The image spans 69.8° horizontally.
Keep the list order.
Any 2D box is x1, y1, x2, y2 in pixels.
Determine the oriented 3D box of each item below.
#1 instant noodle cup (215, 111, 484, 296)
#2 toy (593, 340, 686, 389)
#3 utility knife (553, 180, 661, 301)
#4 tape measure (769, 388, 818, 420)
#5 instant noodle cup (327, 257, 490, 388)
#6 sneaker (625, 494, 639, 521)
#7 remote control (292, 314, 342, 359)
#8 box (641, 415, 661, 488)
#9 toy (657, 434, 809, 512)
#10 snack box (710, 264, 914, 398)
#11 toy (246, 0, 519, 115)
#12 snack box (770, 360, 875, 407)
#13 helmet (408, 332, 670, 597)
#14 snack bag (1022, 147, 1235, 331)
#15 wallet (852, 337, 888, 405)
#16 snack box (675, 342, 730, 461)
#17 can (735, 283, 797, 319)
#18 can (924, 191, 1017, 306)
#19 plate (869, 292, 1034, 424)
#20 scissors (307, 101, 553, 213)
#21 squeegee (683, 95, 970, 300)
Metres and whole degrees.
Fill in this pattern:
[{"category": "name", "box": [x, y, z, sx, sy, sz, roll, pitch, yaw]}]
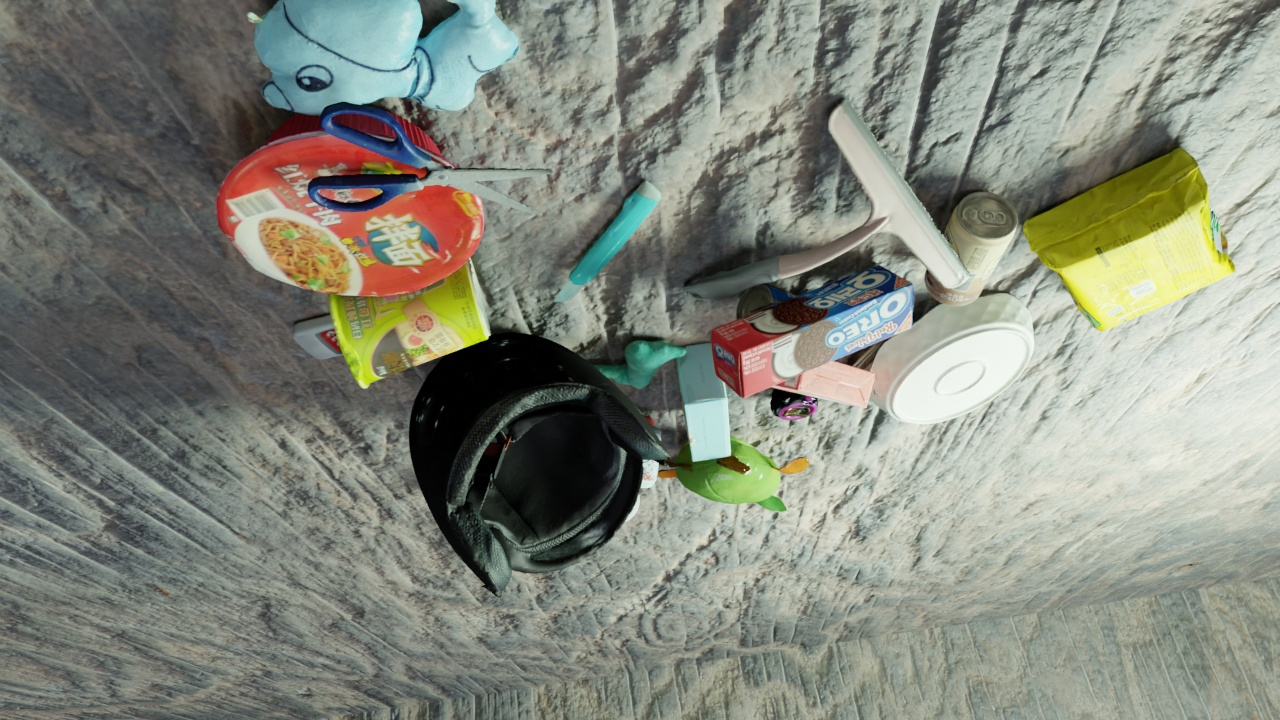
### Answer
[{"category": "instant noodle cup", "box": [-0.219, -0.127, 0.702, 0.194, 0.065, 0.194, -7, 152, -4]}, {"category": "toy", "box": [-0.006, 0.006, 1.036, 0.096, 0.030, 0.092, 7, 146, -14]}, {"category": "utility knife", "box": [-0.034, -0.104, 0.844, 0.029, 0.013, 0.187, 12, 144, -30]}, {"category": "tape measure", "box": [0.195, 0.052, 1.160, 0.058, 0.039, 0.057, -4, 151, -9]}, {"category": "instant noodle cup", "box": [-0.203, -0.044, 0.824, 0.123, 0.111, 0.112, -15, 152, -5]}, {"category": "sneaker", "box": [-0.120, 0.176, 1.264, 0.242, 0.089, 0.091, 2, 146, -5]}, {"category": "remote control", "box": [-0.272, -0.031, 0.906, 0.136, 0.020, 0.056, -13, 152, 8]}, {"category": "box", "box": [-0.071, 0.111, 1.138, 0.201, 0.098, 0.096, 10, 146, -28]}, {"category": "toy", "box": [0.121, 0.152, 1.270, 0.227, 0.090, 0.246, -4, 163, 28]}, {"category": "snack box", "box": [0.172, -0.032, 0.907, 0.207, 0.058, 0.057, -21, 124, -18]}, {"category": "toy", "box": [-0.171, -0.203, 0.595, 0.162, 0.049, 0.156, -33, 145, 29]}, {"category": "snack box", "box": [0.181, 0.015, 1.051, 0.113, 0.044, 0.127, 14, 179, -35]}, {"category": "helmet", "box": [-0.114, 0.102, 0.963, 0.233, 0.230, 0.275, -37, 142, -9]}, {"category": "snack bag", "box": [0.501, -0.106, 0.928, 0.158, 0.068, 0.246, -27, 147, 30]}, {"category": "wallet", "box": [0.311, 0.018, 1.134, 0.129, 0.037, 0.107, 12, 134, -34]}, {"category": "snack box", "box": [0.076, 0.053, 1.095, 0.051, 0.074, 0.175, -10, 151, 1]}, {"category": "can", "box": [0.168, -0.040, 0.973, 0.134, 0.053, 0.053, 14, 144, -35]}, {"category": "can", "box": [0.318, -0.106, 0.888, 0.058, 0.058, 0.116, -7, 151, -3]}, {"category": "plate", "box": [0.367, 0.007, 1.076, 0.204, 0.045, 0.205, -12, 141, -10]}, {"category": "scissors", "box": [-0.150, -0.133, 0.632, 0.162, 0.012, 0.163, -16, 150, 8]}, {"category": "squeegee", "box": [0.140, -0.095, 0.855, 0.250, 0.040, 0.247, -20, 137, 35]}]
